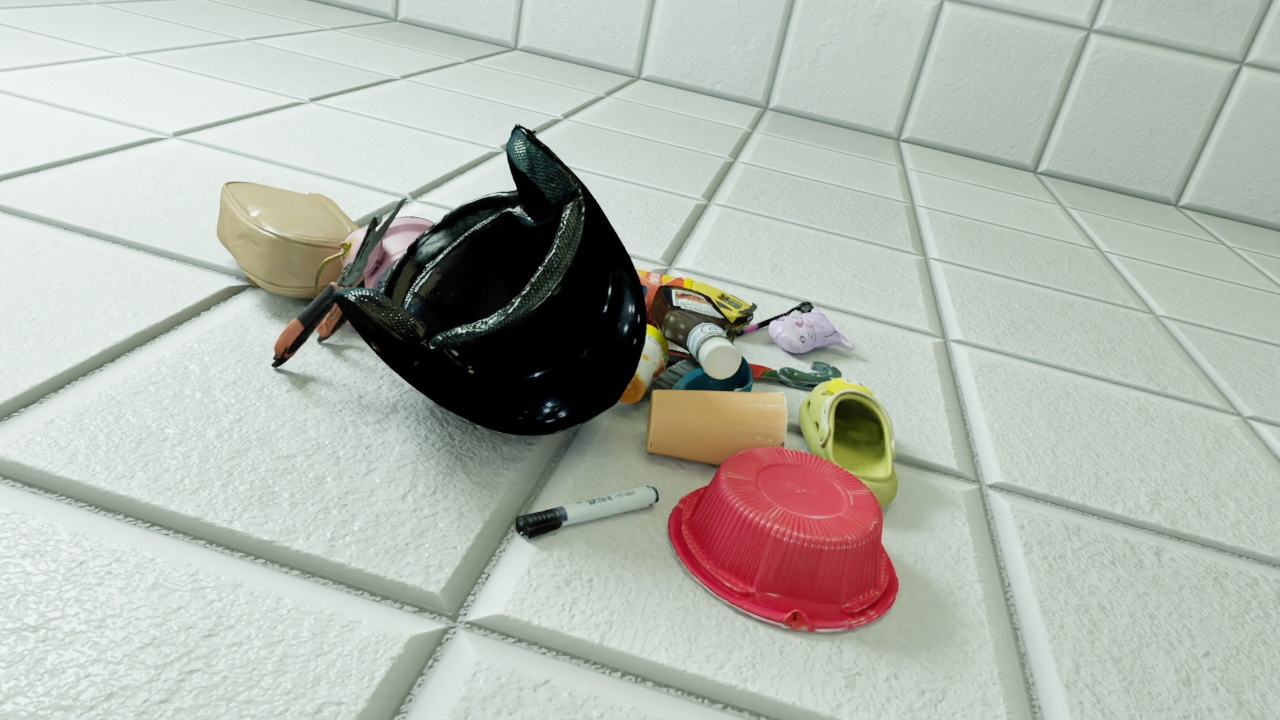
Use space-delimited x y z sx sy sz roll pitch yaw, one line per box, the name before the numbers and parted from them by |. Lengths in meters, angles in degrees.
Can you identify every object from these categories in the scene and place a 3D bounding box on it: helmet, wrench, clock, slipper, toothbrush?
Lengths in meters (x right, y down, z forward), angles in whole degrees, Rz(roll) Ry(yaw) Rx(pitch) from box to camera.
helmet | -0.124 -0.056 0.832 0.233 0.230 0.275 -44 29 -11
wrench | 0.103 0.006 1.044 0.273 0.016 0.056 6 26 -12
clock | -0.261 -0.087 0.963 0.158 0.117 0.059 -3 41 -33
slipper | 0.212 0.067 0.895 0.091 0.082 0.190 14 28 -3
toothbrush | 0.181 -0.053 1.205 0.018 0.014 0.188 41 36 23

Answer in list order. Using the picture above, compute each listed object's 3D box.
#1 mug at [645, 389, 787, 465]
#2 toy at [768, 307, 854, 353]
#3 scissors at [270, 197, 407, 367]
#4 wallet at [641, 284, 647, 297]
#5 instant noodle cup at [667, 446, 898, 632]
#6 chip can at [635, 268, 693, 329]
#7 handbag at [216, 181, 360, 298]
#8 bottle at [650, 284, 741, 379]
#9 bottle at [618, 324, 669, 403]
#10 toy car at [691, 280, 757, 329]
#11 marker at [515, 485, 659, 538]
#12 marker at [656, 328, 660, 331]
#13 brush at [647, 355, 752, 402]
mug | 0.068 0.062 0.852 0.123 0.078 0.078 6 26 -1
toy | 0.208 -0.033 1.146 0.107 0.039 0.084 -7 43 -37
scissors | -0.273 -0.065 0.833 0.015 0.215 0.196 45 -5 -2
wallet | -0.064 -0.054 1.013 0.106 0.040 0.132 21 58 18
instant noodle cup | 0.122 0.129 0.743 0.194 0.066 0.193 9 24 -5
chip can | -0.049 -0.083 1.098 0.216 0.073 0.073 11 25 -1
handbag | -0.384 -0.130 1.021 0.147 0.100 0.204 1 27 -39
bottle | 0.060 -0.030 0.938 0.080 0.044 0.194 13 17 -14
bottle | -0.006 0.005 0.940 0.063 0.063 0.108 14 25 3
toy car | 0.071 -0.076 1.171 0.156 0.041 0.071 21 25 22
marker | -0.040 0.122 0.740 0.130 0.018 0.022 -7 40 -34
marker | -0.035 -0.038 1.068 0.132 0.020 0.022 9 9 -9
brush | 0.071 0.028 0.937 0.073 0.055 0.143 25 28 29
